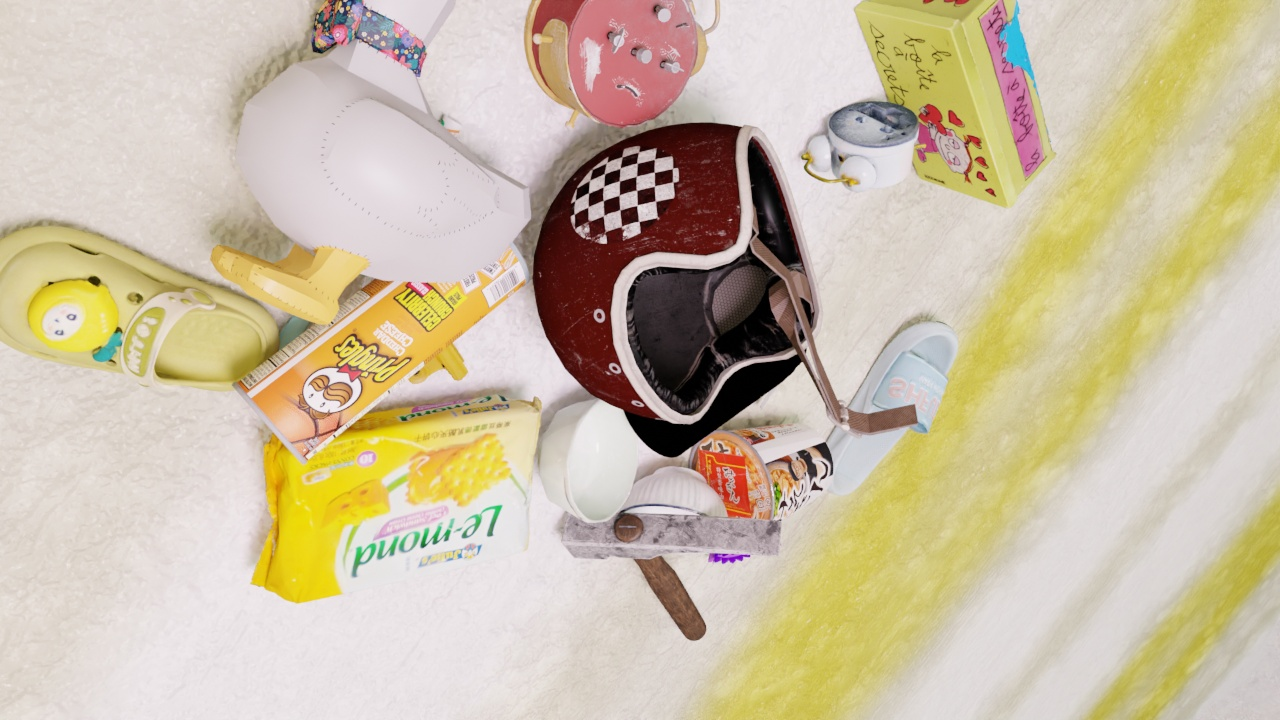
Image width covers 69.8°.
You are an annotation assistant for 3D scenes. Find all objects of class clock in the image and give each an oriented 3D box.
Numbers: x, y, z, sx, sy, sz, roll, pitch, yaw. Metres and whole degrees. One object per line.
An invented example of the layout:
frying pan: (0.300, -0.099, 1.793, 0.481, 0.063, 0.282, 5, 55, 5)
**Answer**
clock: (0.206, -0.197, 0.860, 0.117, 0.083, 0.057, -28, 136, -19)
clock: (-0.003, -0.243, 0.687, 0.158, 0.081, 0.117, -33, 131, -13)

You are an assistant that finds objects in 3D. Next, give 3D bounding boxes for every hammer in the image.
hammer: (0.064, 0.246, 1.003, 0.218, 0.037, 0.301, -1, 145, 18)

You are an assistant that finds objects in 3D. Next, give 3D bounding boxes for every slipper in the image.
slipper: (0.305, 0.066, 1.097, 0.104, 0.074, 0.246, 24, 104, -42)
slipper: (-0.330, -0.017, 0.609, 0.190, 0.081, 0.092, 22, 106, -44)

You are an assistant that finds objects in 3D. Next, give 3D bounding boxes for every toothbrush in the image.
toothbrush: (-0.232, -0.061, 0.690, 0.016, 0.016, 0.181, 32, 98, -42)

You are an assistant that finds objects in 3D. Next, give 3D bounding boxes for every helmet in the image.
helmet: (0.047, -0.061, 0.720, 0.254, 0.233, 0.233, -14, 155, 21)

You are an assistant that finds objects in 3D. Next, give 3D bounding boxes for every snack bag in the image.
snack bag: (-0.202, 0.109, 0.782, 0.246, 0.068, 0.160, -6, 122, -31)

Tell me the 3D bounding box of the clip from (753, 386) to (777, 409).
clip: (0.145, 0.006, 0.976, 0.056, 0.046, 0.102, 22, 103, -54)

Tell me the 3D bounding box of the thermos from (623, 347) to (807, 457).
thermos: (0.082, 0.007, 0.881, 0.198, 0.086, 0.086, -31, 132, -33)

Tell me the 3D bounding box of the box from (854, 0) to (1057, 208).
box: (0.297, -0.256, 0.859, 0.082, 0.124, 0.221, -47, 134, -4)

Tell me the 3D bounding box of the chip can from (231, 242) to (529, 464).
chip can: (-0.187, -0.022, 0.681, 0.214, 0.075, 0.075, -42, 133, -19)

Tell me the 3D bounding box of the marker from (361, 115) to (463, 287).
marker: (-0.174, -0.116, 0.694, 0.017, 0.017, 0.145, 20, 105, -41)

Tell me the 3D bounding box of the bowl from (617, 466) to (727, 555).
bowl: (0.036, 0.151, 0.960, 0.118, 0.118, 0.062, 49, 41, -43)

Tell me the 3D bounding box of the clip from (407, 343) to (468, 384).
clip: (-0.172, 0.001, 0.761, 0.049, 0.044, 0.054, -54, 140, -29)

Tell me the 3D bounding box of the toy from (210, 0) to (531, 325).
toy: (-0.171, -0.152, 0.598, 0.246, 0.141, 0.267, 33, 82, -34)

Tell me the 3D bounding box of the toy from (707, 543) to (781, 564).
toy: (0.115, 0.204, 1.064, 0.088, 0.056, 0.106, -21, 148, -11)

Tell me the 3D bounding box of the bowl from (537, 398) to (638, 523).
bowl: (-0.057, 0.091, 0.861, 0.117, 0.061, 0.117, -10, 102, -58)

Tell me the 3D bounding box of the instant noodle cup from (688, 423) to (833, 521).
instant noodle cup: (0.138, 0.123, 0.997, 0.121, 0.124, 0.124, -13, 124, -39)
